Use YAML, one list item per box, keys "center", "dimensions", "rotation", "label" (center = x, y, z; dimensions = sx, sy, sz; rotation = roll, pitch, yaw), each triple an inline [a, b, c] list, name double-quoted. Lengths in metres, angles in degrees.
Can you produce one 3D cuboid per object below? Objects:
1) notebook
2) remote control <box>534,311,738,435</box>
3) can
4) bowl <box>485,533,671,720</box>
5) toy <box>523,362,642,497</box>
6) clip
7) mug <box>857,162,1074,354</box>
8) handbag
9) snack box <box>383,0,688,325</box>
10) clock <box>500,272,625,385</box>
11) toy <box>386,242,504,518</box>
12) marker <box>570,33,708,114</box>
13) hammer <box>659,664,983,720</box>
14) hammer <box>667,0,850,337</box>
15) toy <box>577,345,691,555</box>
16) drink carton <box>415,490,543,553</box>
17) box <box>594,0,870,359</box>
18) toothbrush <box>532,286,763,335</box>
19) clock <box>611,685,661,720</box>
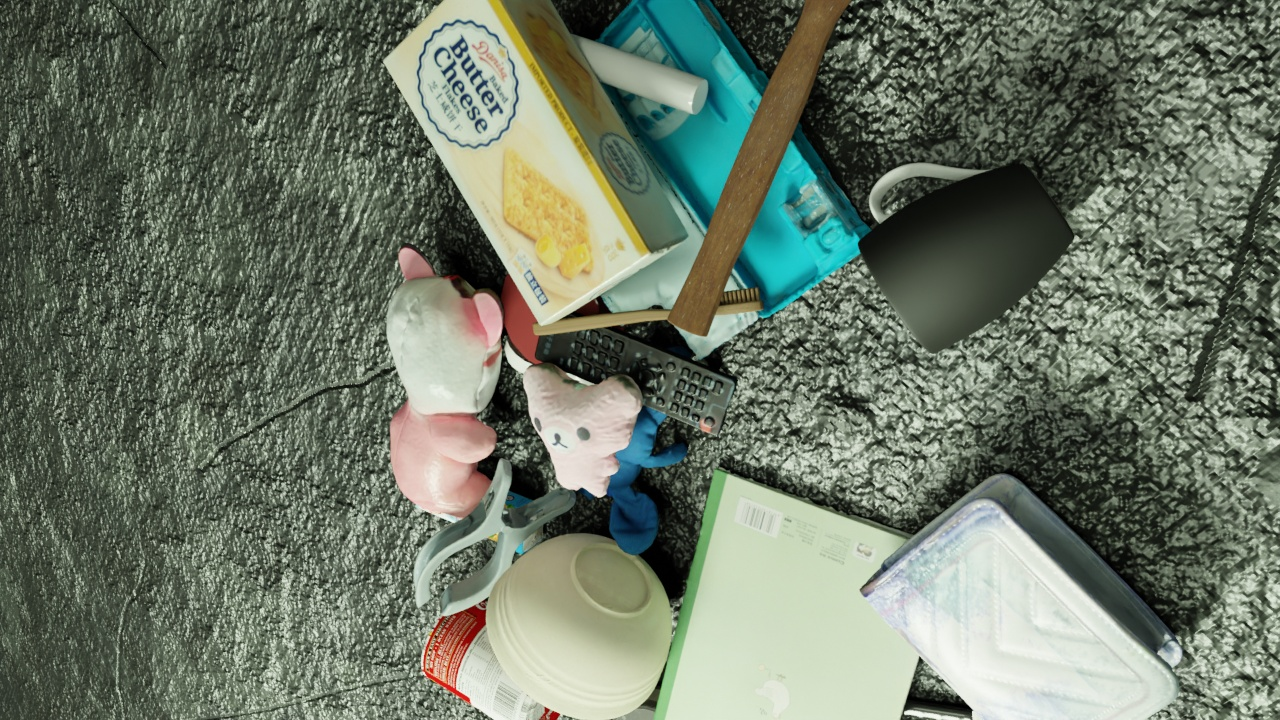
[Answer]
- center: [0.109, 0.226, 0.692]
  dimensions: [0.182, 0.010, 0.253]
  rotation: [17, 103, 24]
  label: "notebook"
- center: [-0.004, 0.004, 0.661]
  dimensions: [0.150, 0.022, 0.047]
  rotation: [23, 114, 15]
  label: "remote control"
- center: [-0.126, 0.276, 0.831]
  dimensions: [0.116, 0.086, 0.087]
  rotation: [21, 115, 25]
  label: "can"
- center: [-0.035, 0.190, 0.710]
  dimensions: [0.151, 0.150, 0.075]
  rotation: [40, 122, 15]
  label: "bowl"
- center: [-0.042, 0.052, 0.658]
  dimensions: [0.099, 0.052, 0.096]
  rotation: [10, 107, 31]
  label: "toy"
- center: [-0.141, 0.144, 0.753]
  dimensions: [0.163, 0.107, 0.028]
  rotation: [-45, 37, 15]
  label: "clip"
- center: [0.188, -0.078, 0.546]
  dimensions: [0.100, 0.085, 0.118]
  rotation: [-34, 56, 22]
  label: "mug"
- center: [0.240, 0.167, 0.587]
  dimensions: [0.158, 0.069, 0.127]
  rotation: [46, 122, 12]
  label: "handbag"
- center: [-0.069, -0.139, 0.603]
  dimensions: [0.104, 0.057, 0.208]
  rotation: [-29, 94, 33]
  label: "snack box"
- center: [-0.060, -0.031, 0.720]
  dimensions: [0.096, 0.048, 0.138]
  rotation: [18, 113, 26]
  label: "clock"
- center: [-0.164, 0.020, 0.758]
  dimensions: [0.142, 0.084, 0.213]
  rotation: [40, 129, 43]
  label: "toy"
- center: [-0.020, -0.192, 0.604]
  dimensions: [0.133, 0.023, 0.027]
  rotation: [25, 98, 19]
  label: "marker"
- center: [0.125, 0.253, 0.717]
  dimensions: [0.326, 0.015, 0.095]
  rotation: [-4, 102, 32]
  label: "hammer"
- center: [0.089, -0.167, 0.559]
  dimensions: [0.115, 0.033, 0.323]
  rotation: [26, 104, 16]
  label: "hammer"
- center: [-0.004, 0.071, 0.708]
  dimensions: [0.113, 0.070, 0.177]
  rotation: [46, 123, 24]
  label: "toy"
- center: [-0.147, 0.131, 0.827]
  dimensions: [0.129, 0.038, 0.044]
  rotation: [17, 113, 25]
  label: "drink carton"
- center: [0.025, -0.123, 0.638]
  dimensions: [0.186, 0.056, 0.227]
  rotation: [-36, 85, 26]
  label: "box"
- center: [0.002, -0.032, 0.629]
  dimensions: [0.167, 0.016, 0.016]
  rotation: [-6, 96, 20]
  label: "toothbrush"
- center: [0.024, 0.324, 0.780]
  dimensions: [0.123, 0.043, 0.091]
  rotation: [-2, 100, 30]
  label: "clock"
